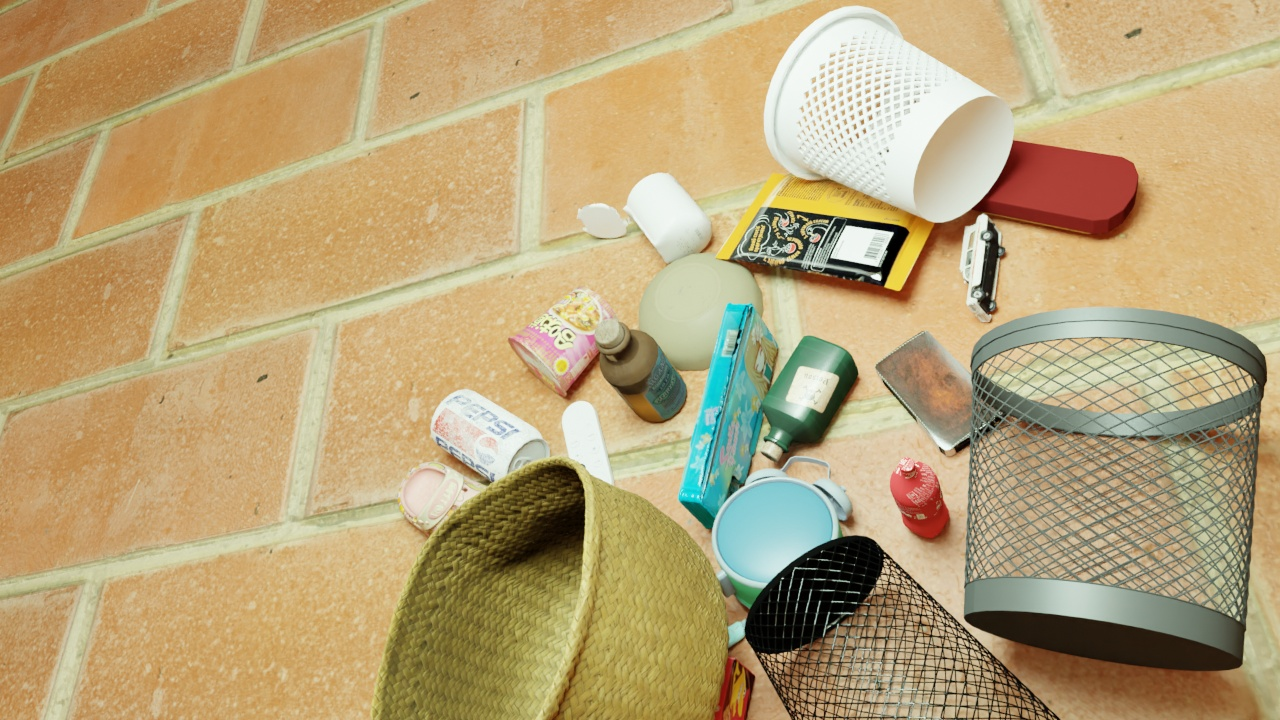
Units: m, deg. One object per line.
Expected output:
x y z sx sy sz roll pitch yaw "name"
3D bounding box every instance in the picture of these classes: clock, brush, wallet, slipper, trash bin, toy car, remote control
0.142 0.164 0.890 0.122 0.075 0.161 8 53 30 "clock"
0.428 -0.181 0.971 0.173 0.042 0.082 20 72 33 "brush"
0.298 0.031 0.922 0.072 0.019 0.123 -35 53 3 "wallet"
-0.219 0.169 1.048 0.197 0.081 0.093 19 73 35 "slipper"
0.200 0.266 0.741 0.184 0.184 0.210 -38 47 0 "trash bin"
0.354 -0.096 0.962 0.039 0.039 0.113 -8 57 46 "toy car"
0.367 0.108 0.730 0.218 0.218 0.227 3 67 27 "trash bin"
0.270 -0.250 0.976 0.195 0.195 0.199 -41 47 -2 "trash bin"
-0.060 0.106 1.051 0.043 0.013 0.136 -24 55 11 "remote control"

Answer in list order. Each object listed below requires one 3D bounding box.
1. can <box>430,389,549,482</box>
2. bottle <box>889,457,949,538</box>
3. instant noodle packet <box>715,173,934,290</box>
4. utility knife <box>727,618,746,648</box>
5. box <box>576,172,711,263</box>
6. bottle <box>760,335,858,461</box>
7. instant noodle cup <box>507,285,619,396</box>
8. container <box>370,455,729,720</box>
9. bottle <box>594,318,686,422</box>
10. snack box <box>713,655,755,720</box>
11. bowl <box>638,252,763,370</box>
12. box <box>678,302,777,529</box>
-0.176 0.093 1.073 0.136 0.078 0.078 26 75 34 "can"
0.247 0.119 0.818 0.042 0.141 0.041 -12 58 19 "bottle"
0.218 -0.154 1.049 0.221 0.032 0.159 14 55 31 "instant noodle packet"
0.066 0.281 0.890 0.126 0.015 0.022 -33 52 0 "utility knife"
0.002 -0.169 1.144 0.142 0.083 0.140 -37 52 9 "box"
0.166 0.045 0.949 0.061 0.061 0.131 24 74 36 "bottle"
-0.087 -0.029 1.099 0.108 0.098 0.098 -45 53 -15 "instant noodle cup"
-0.073 0.261 0.808 0.308 0.196 0.306 -37 36 32 "container"
-0.006 0.006 0.994 0.068 0.157 0.067 -12 58 19 "bottle"
0.070 0.334 0.809 0.021 0.089 0.132 5 64 23 "snack box"
0.063 -0.066 1.070 0.152 0.050 0.152 -12 58 19 "bowl"
0.095 0.057 0.956 0.041 0.094 0.226 3 63 28 "box"
